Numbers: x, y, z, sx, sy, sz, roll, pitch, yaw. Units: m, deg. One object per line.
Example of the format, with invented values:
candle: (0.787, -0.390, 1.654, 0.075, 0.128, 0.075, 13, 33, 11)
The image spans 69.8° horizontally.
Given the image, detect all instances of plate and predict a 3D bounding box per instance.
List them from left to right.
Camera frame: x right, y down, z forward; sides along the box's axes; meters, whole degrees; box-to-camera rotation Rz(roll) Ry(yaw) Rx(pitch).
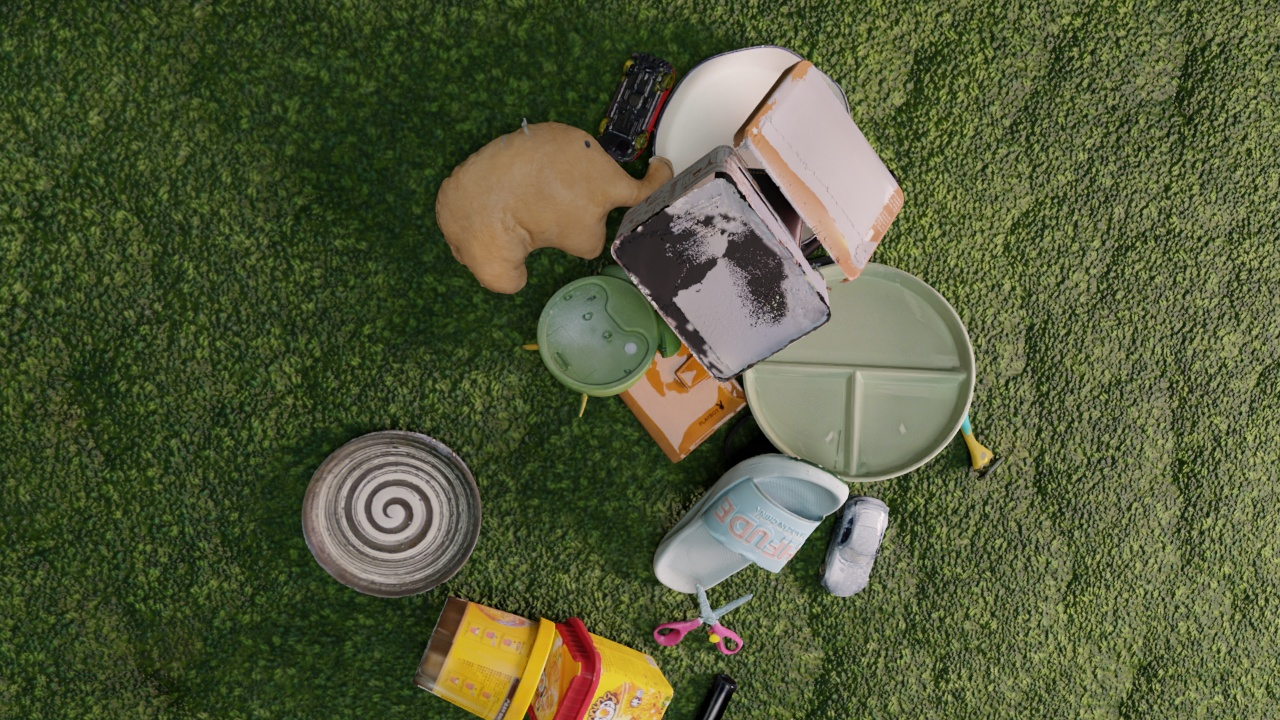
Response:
plate: (-0.252, 0.155, 0.941, 0.179, 0.024, 0.179, -2, 103, -8)
plate: (0.111, -0.207, 0.918, 0.205, 0.045, 0.205, -2, 101, -8)
plate: (0.220, 0.011, 0.939, 0.230, 0.027, 0.230, -2, 77, 7)

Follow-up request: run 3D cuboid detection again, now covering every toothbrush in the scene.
toothbrush: (0.056, 0.458, 1.050, 0.027, 0.026, 0.213, 27, 97, 25)

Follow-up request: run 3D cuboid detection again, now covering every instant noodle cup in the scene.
instant noodle cup: (-0.163, 0.306, 0.942, 0.114, 0.118, 0.118, 23, 96, -6)
instant noodle cup: (-0.043, 0.352, 0.975, 0.123, 0.116, 0.116, 22, 96, -25)

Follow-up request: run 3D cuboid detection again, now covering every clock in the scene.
clock: (-0.026, -0.030, 0.895, 0.161, 0.056, 0.116, -38, 77, -8)

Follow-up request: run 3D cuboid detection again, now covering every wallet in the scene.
wallet: (0.040, 0.019, 0.945, 0.119, 0.035, 0.130, -39, 100, -3)
wallet: (0.113, -0.127, 0.902, 0.096, 0.020, 0.122, 3, 104, -10)

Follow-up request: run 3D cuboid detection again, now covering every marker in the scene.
marker: (0.146, -0.089, 0.963, 0.123, 0.015, 0.018, -16, 110, -9)
marker: (0.214, -0.151, 0.960, 0.132, 0.020, 0.022, -39, 129, -1)

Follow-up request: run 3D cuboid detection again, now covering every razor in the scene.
razor: (0.368, 0.069, 1.024, 0.043, 0.028, 0.132, -34, 109, -26)

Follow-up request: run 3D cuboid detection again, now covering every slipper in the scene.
slipper: (0.101, 0.178, 0.931, 0.104, 0.074, 0.246, 33, 126, -19)

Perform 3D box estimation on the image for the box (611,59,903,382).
box: (0.117, -0.125, 0.834, 0.271, 0.133, 0.179, -42, 110, -4)

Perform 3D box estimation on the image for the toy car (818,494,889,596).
toy car: (0.240, 0.209, 1.028, 0.054, 0.037, 0.121, 14, 102, -12)

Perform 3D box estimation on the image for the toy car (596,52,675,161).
toy car: (-0.005, -0.244, 0.894, 0.049, 0.031, 0.106, 24, 94, 16)

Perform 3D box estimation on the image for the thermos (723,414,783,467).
thermos: (0.203, 0.055, 0.975, 0.242, 0.068, 0.090, -32, 91, -2)

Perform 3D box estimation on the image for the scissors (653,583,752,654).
scissors: (0.068, 0.285, 1.002, 0.131, 0.017, 0.133, -10, 129, 11)

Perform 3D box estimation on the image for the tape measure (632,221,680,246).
tape measure: (0.014, -0.113, 0.930, 0.058, 0.025, 0.054, 34, 92, -18)

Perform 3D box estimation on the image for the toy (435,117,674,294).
toy: (-0.082, -0.157, 0.863, 0.226, 0.082, 0.143, -23, 118, 7)
